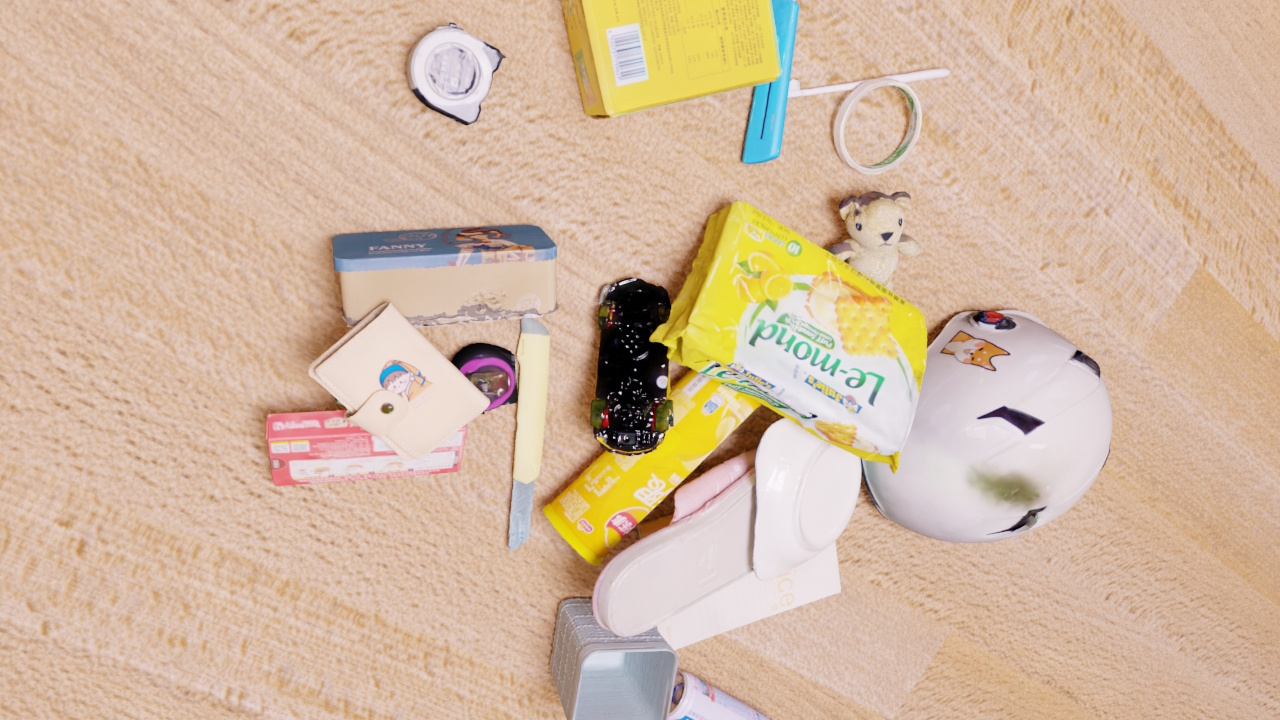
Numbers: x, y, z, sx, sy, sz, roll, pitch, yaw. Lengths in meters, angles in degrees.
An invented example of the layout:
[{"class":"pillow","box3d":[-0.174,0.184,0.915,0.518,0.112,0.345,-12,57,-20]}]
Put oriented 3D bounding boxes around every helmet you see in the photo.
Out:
[{"class":"helmet","box3d":[0.360,0.076,0.903,0.273,0.157,0.230,-21,110,-13]}]

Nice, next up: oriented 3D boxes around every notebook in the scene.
[{"class":"notebook","box3d":[0.104,0.201,0.927,0.206,0.010,0.146,-14,107,-15]}]

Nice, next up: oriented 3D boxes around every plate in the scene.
[{"class":"plate","box3d":[0.167,0.122,0.871,0.163,0.034,0.164,-18,114,-43]}]

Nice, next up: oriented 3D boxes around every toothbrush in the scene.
[{"class":"toothbrush","box3d":[0.205,-0.256,0.837,0.180,0.016,0.016,-11,102,-15]}]

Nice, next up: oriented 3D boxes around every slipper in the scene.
[{"class":"slipper","box3d":[0.059,0.159,0.845,0.273,0.054,0.114,-27,123,-34]}]

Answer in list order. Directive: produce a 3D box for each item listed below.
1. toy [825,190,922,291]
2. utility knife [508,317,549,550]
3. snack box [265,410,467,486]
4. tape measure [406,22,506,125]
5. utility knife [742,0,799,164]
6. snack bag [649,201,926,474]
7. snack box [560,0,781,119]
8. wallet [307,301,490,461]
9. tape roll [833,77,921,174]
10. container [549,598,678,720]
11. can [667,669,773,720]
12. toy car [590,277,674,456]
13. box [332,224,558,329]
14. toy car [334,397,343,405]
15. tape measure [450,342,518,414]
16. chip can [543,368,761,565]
[{"class":"toy","box3d":[0.219,-0.083,0.862,0.105,0.066,0.157,-10,122,-2]},{"class":"utility knife","box3d":[-0.100,0.068,0.816,0.031,0.022,0.216,2,97,-19]},{"class":"snack box","box3d":[-0.221,0.069,0.749,0.152,0.025,0.075,-2,146,-18]},{"class":"tape measure","box3d":[-0.147,-0.225,0.714,0.066,0.033,0.066,24,93,-25]},{"class":"utility knife","box3d":[0.120,-0.280,0.795,0.018,0.034,0.219,-10,110,-58]},{"class":"snack bag","box3d":[0.139,-0.020,0.801,0.246,0.068,0.157,29,59,-11]},{"class":"snack box","box3d":[0.016,-0.312,0.727,0.157,0.070,0.210,-17,109,-14]},{"class":"wallet","box3d":[-0.183,0.022,0.693,0.087,0.024,0.115,-38,123,4]},{"class":"tape roll","box3d":[0.218,-0.215,0.844,0.085,0.014,0.086,-9,120,-17]},{"class":"container","box3d":[-0.030,0.279,0.847,0.090,0.111,0.090,5,102,-20]},{"class":"can","box3d":[0.077,0.366,0.938,0.134,0.053,0.053,36,91,-24]},{"class":"toy car","box3d":[-0.005,0.005,0.799,0.071,0.041,0.155,2,77,2]},{"class":"box","box3d":[-0.158,-0.067,0.722,0.184,0.090,0.062,-4,112,-19]},{"class":"toy car","box3d":[-0.207,0.023,0.754,0.091,0.043,0.036,-3,105,-18]},{"class":"tape measure","box3d":[-0.133,0.015,0.779,0.057,0.039,0.057,-5,106,-18]},{"class":"chip can","box3d":[0.011,0.087,0.832,0.213,0.072,0.072,-44,113,-4]}]
